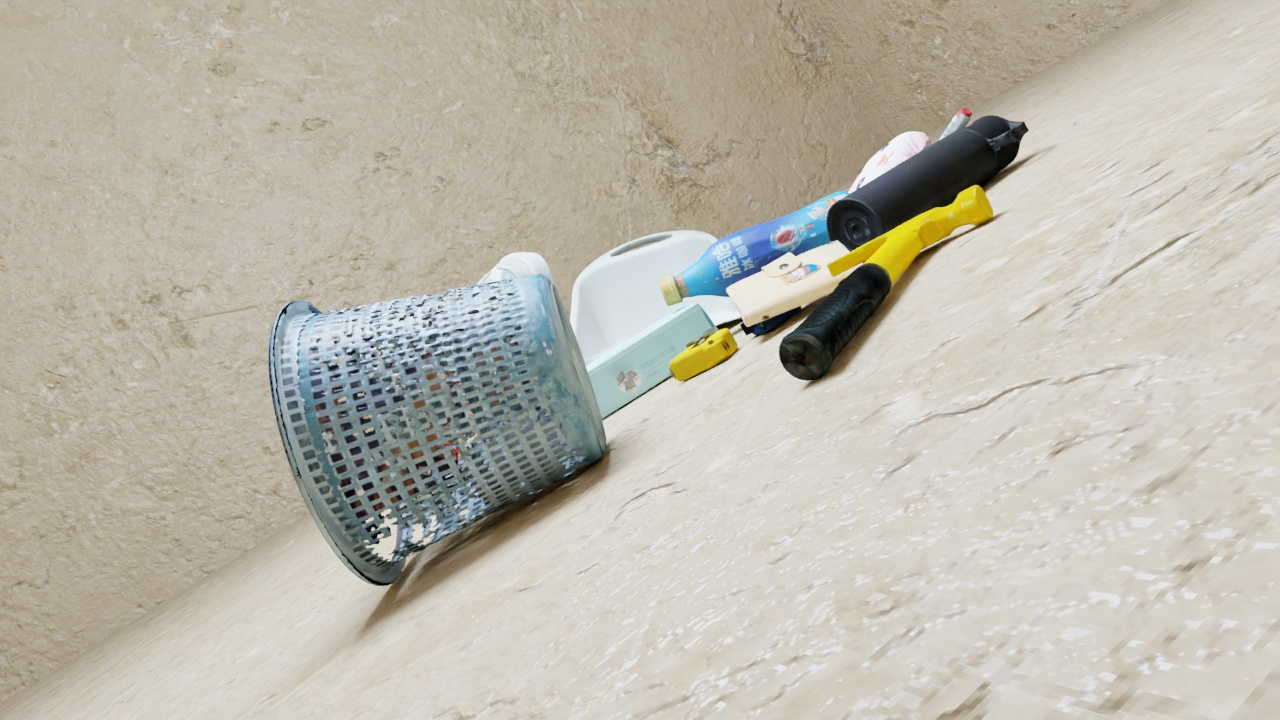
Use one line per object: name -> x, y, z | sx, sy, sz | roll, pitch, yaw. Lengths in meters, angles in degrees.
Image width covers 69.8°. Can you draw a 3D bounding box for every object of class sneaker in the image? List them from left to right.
sneaker -> -0.188, -0.059, 1.085 | 0.090, 0.089, 0.243 | -15, -9, -35

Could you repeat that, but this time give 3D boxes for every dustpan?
dustpan -> 0.010, -0.094, 1.158 | 0.223, 0.142, 0.257 | -18, 2, 6

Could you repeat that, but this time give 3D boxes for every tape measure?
tape measure -> 0.060, -0.010, 0.847 | 0.060, 0.029, 0.057 | -27, 5, 35
tape measure -> 0.122, -0.046, 0.854 | 0.058, 0.025, 0.055 | -32, 6, -19

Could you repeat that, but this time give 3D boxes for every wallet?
wallet -> 0.137, -0.073, 0.828 | 0.115, 0.024, 0.087 | -23, 25, 3

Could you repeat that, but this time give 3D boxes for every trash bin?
trash bin -> -0.137, 0.034, 0.701 | 0.195, 0.226, 0.226 | -18, 5, 0

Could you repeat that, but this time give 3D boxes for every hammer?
hammer -> 0.164, -0.055, 0.653 | 0.129, 0.033, 0.299 | -28, 5, 36

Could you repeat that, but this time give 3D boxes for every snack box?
snack box -> -0.006, 0.006, 0.952 | 0.174, 0.051, 0.074 | -32, 6, -8

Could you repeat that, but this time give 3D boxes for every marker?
marker -> 0.321, -0.214, 1.017 | 0.017, 0.017, 0.146 | -36, -20, -46

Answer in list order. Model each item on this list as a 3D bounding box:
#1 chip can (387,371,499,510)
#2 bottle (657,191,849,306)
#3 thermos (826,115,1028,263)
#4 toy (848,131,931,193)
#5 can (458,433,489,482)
chip can -> -0.181, 0.072, 0.964 | 0.215, 0.071, 0.071 | -43, -1, 27
bottle -> 0.125, -0.110, 0.960 | 0.219, 0.065, 0.065 | -21, 6, 4
thermos -> 0.291, -0.180, 0.903 | 0.241, 0.068, 0.090 | -34, 0, -29
toy -> 0.270, -0.197, 1.036 | 0.121, 0.054, 0.159 | -55, 4, -7
can -> -0.110, 0.075, 0.847 | 0.059, 0.058, 0.116 | -27, 7, 41
